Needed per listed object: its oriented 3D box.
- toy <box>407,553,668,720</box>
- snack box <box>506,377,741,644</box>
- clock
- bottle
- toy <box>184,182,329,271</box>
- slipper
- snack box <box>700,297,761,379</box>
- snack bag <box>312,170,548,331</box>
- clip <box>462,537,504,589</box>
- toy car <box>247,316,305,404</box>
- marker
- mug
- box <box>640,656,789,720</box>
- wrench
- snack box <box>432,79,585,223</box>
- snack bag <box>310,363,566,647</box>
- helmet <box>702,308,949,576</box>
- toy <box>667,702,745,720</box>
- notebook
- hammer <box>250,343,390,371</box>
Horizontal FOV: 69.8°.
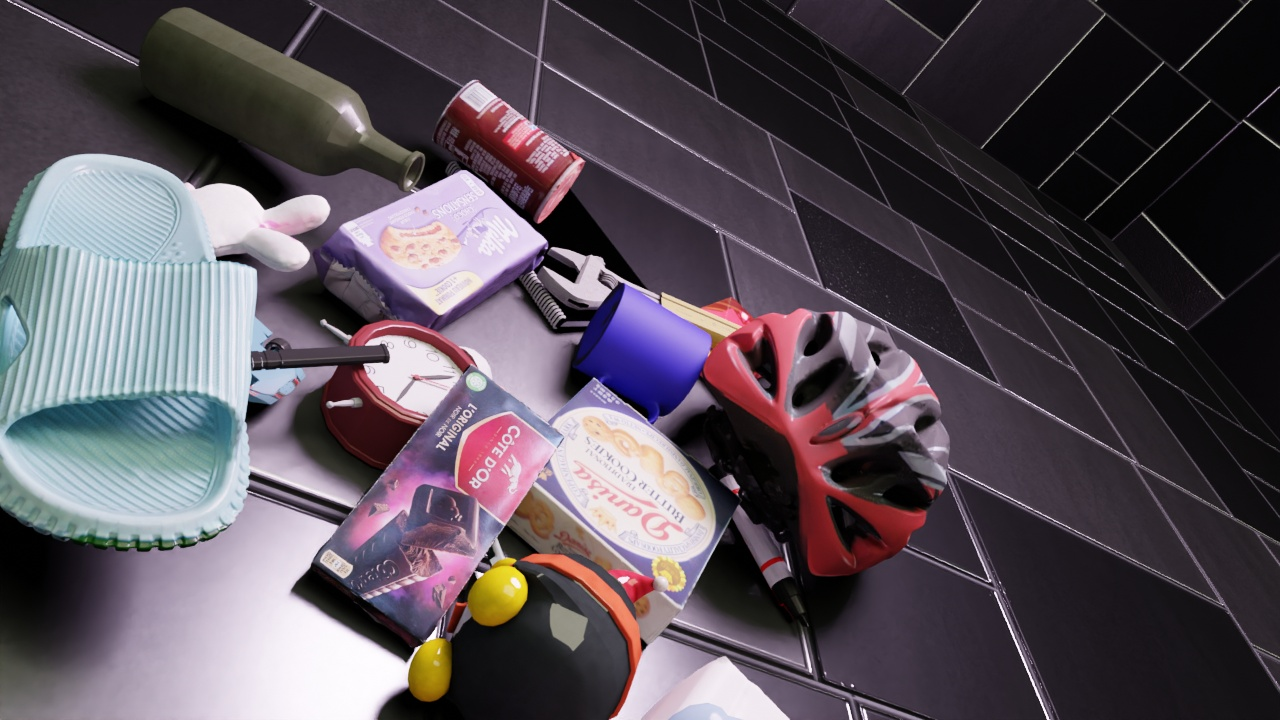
[{"bbox_3d":[-0.046,0.146,0.484,0.099,0.098,0.119,42,22,5],"label":"toy"},{"bbox_3d":[-0.014,0.096,0.630,0.144,0.043,0.144,39,30,3],"label":"snack box"},{"bbox_3d":[-0.139,0.024,0.585,0.137,0.048,0.096,14,39,-34],"label":"clock"},{"bbox_3d":[-0.258,-0.183,0.676,0.207,0.072,0.071,27,31,2],"label":"bottle"},{"bbox_3d":[-0.274,-0.092,0.602,0.125,0.037,0.075,11,39,-6],"label":"toy"},{"bbox_3d":[-0.250,-0.030,0.441,0.115,0.070,0.276,1,44,-30],"label":"slipper"},{"bbox_3d":[0.085,-0.016,0.903,0.089,0.021,0.132,46,32,14],"label":"snack box"},{"bbox_3d":[-0.151,-0.079,0.699,0.096,0.059,0.204,41,31,0],"label":"snack bag"},{"bbox_3d":[-0.101,0.100,0.547,0.047,0.023,0.076,0,46,-24],"label":"clip"},{"bbox_3d":[-0.251,-0.012,0.535,0.108,0.028,0.060,45,30,-9],"label":"toy car"},{"bbox_3d":[0.092,0.141,0.706,0.019,0.019,0.145,7,43,-42],"label":"marker"},{"bbox_3d":[-0.004,0.004,0.738,0.083,0.079,0.111,30,57,-14],"label":"mug"},{"bbox_3d":[0.025,0.233,0.437,0.110,0.103,0.129,44,39,7],"label":"box"},{"bbox_3d":[0.031,-0.039,0.838,0.273,0.018,0.083,22,35,-22],"label":"wrench"},{"bbox_3d":[-0.120,-0.189,0.833,0.121,0.072,0.072,37,31,-3],"label":"snack box"},{"bbox_3d":[-0.110,0.077,0.519,0.074,0.018,0.154,38,54,-8],"label":"snack bag"},{"bbox_3d":[0.156,0.056,0.745,0.217,0.167,0.271,61,15,8],"label":"helmet"},{"bbox_3d":[-0.031,0.203,0.354,0.221,0.120,0.171,-40,88,-18],"label":"toy"},{"bbox_3d":[-0.077,-0.108,0.860,0.148,0.016,0.206,-4,51,-50],"label":"notebook"},{"bbox_3d":[-0.282,0.000,0.450,0.324,0.015,0.095,-4,48,-38],"label":"hammer"}]
